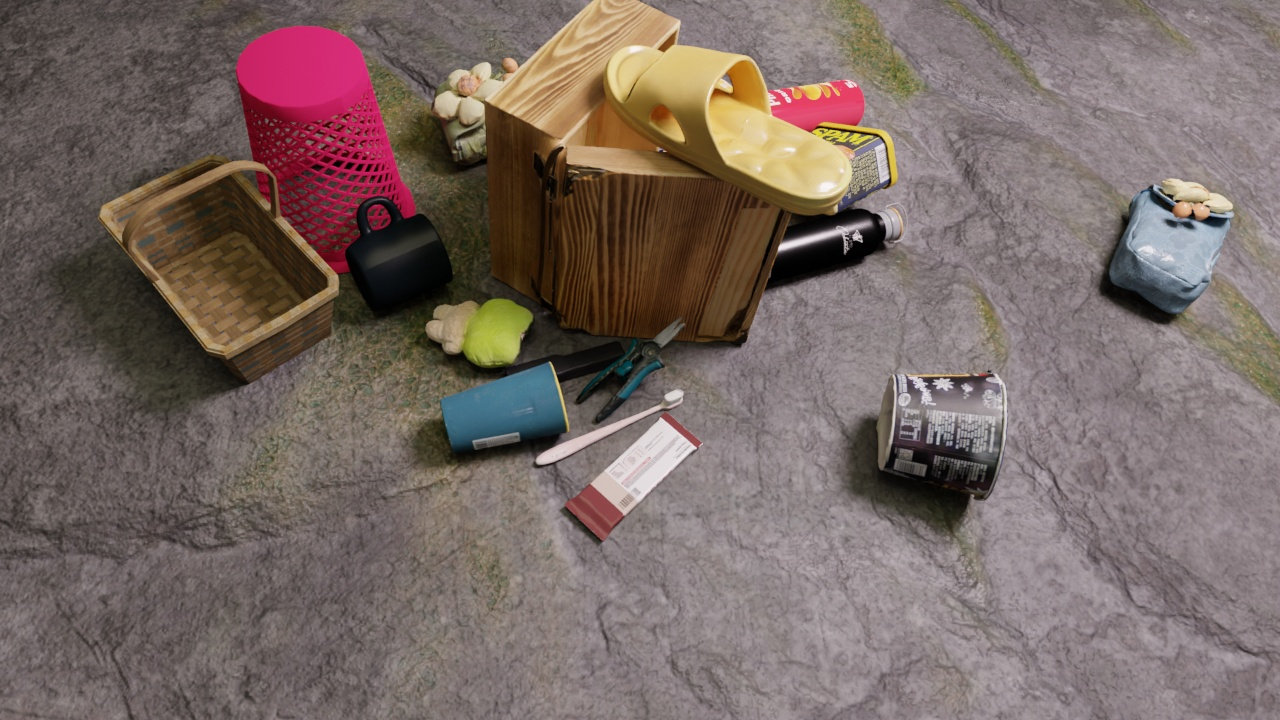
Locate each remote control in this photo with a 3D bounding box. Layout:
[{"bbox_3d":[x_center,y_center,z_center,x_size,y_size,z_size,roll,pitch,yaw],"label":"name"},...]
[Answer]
[{"bbox_3d":[-0.083,0.005,1.028,0.136,0.015,0.032,-16,60,-16],"label":"remote control"}]

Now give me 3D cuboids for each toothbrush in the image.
[{"bbox_3d":[-0.031,0.072,0.990,0.181,0.018,0.015,-24,62,-19],"label":"toothbrush"}]

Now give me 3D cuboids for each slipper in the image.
[{"bbox_3d":[0.076,-0.226,0.834,0.263,0.079,0.099,34,62,14],"label":"slipper"}]

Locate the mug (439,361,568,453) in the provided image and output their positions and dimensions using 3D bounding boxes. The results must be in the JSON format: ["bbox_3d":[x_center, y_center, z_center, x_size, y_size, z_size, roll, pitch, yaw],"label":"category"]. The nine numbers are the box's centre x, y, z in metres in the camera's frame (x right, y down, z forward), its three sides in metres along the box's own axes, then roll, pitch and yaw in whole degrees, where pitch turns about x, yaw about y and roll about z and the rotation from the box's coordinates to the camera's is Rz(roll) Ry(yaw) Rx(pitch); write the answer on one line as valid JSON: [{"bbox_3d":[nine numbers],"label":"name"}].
[{"bbox_3d":[-0.143,0.054,0.957,0.121,0.078,0.078,-15,60,-10],"label":"mug"}]

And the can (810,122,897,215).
[{"bbox_3d":[0.237,-0.243,1.165,0.104,0.075,0.135,-30,31,-21],"label":"can"}]

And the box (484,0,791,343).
[{"bbox_3d":[0.005,-0.158,0.991,0.315,0.280,0.281,32,59,12],"label":"box"}]

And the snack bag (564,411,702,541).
[{"bbox_3d":[-0.005,0.119,0.964,0.057,0.013,0.157,40,61,16],"label":"snack bag"}]

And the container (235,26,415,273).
[{"bbox_3d":[-0.358,-0.239,1.028,0.183,0.226,0.182,3,57,-5],"label":"container"}]

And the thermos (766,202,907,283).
[{"bbox_3d":[0.234,-0.148,1.138,0.231,0.061,0.061,-16,60,-17],"label":"thermos"}]

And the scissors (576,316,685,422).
[{"bbox_3d":[-0.013,0.005,1.012,0.140,0.019,0.128,-3,71,8],"label":"scissors"}]

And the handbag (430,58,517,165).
[{"bbox_3d":[-0.175,-0.330,1.175,0.186,0.117,0.113,-14,60,-14],"label":"handbag"}]

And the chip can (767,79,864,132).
[{"bbox_3d":[0.197,-0.329,1.225,0.220,0.069,0.069,-17,60,-29],"label":"chip can"}]

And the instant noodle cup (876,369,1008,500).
[{"bbox_3d":[0.313,0.072,0.968,0.112,0.137,0.137,7,56,8],"label":"instant noodle cup"}]

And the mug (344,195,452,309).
[{"bbox_3d":[-0.280,-0.125,1.031,0.094,0.122,0.085,-28,25,-22],"label":"mug"}]

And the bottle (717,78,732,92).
[{"bbox_3d":[0.093,-0.357,1.257,0.108,0.063,0.063,28,58,12],"label":"bottle"}]

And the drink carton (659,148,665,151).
[{"bbox_3d":[-0.019,-0.289,1.209,0.130,0.040,0.064,20,63,6],"label":"drink carton"}]

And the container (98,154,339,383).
[{"bbox_3d":[-0.442,-0.118,0.962,0.157,0.187,0.250,-37,68,-26],"label":"container"}]

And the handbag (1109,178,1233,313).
[{"bbox_3d":[0.679,-0.159,1.165,0.122,0.119,0.191,33,54,14],"label":"handbag"}]

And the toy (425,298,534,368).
[{"bbox_3d":[-0.181,-0.035,1.025,0.115,0.046,0.091,11,55,8],"label":"toy"}]
